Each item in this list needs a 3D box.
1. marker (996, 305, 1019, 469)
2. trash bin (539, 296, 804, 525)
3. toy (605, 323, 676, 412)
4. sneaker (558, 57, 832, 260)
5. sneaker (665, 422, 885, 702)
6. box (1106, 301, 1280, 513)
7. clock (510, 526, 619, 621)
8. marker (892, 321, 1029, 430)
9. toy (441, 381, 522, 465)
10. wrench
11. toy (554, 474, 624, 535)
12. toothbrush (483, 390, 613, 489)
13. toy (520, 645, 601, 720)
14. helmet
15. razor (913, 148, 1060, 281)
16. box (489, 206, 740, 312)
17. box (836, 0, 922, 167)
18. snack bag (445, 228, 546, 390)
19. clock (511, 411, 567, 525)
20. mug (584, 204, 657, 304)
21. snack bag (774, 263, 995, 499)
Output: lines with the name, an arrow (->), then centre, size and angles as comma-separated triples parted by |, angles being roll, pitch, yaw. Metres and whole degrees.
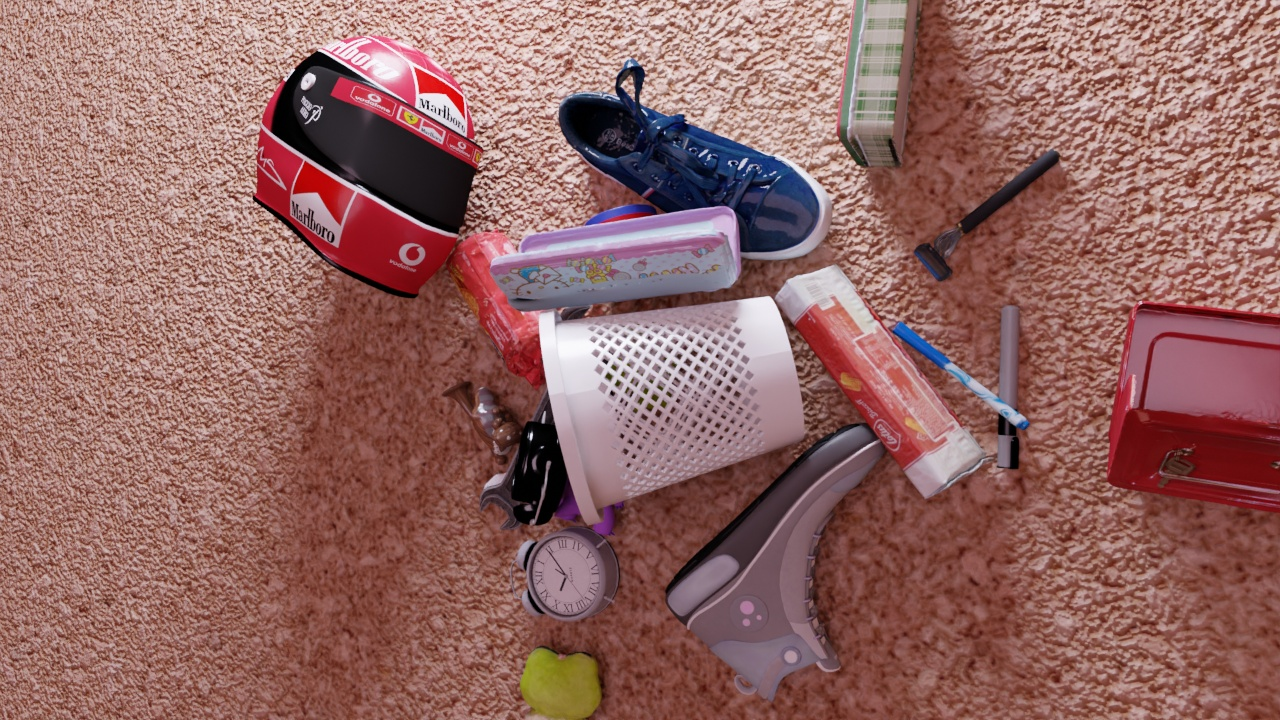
marker -> 0.318, 0.023, 0.792 | 0.016, 0.016, 0.140 | 1, 88, 24
trash bin -> 0.031, 0.029, 0.820 | 0.199, 0.195, 0.195 | -13, 82, 1
toy -> -0.006, 0.005, 0.927 | 0.094, 0.036, 0.094 | 11, 99, 19
sneaker -> 0.041, -0.189, 0.868 | 0.295, 0.127, 0.121 | 29, 100, 20
sneaker -> 0.154, 0.186, 0.826 | 0.257, 0.093, 0.160 | -45, 80, 14
box -> 0.445, 0.024, 0.690 | 0.157, 0.152, 0.164 | 9, 54, 22
clock -> -0.082, 0.222, 0.949 | 0.123, 0.035, 0.094 | -11, 83, 22
marker -> 0.278, 0.013, 0.801 | 0.142, 0.013, 0.013 | 44, 104, 28
toy -> -0.166, 0.062, 0.992 | 0.055, 0.041, 0.102 | -40, 80, 40
wrench -> -0.099, 0.064, 0.944 | 0.070, 0.010, 0.274 | 28, 111, 0
toy -> -0.056, 0.124, 0.930 | 0.106, 0.055, 0.088 | 12, 83, 42
toothbrush -> -0.098, 0.088, 0.974 | 0.187, 0.016, 0.015 | -39, 74, 15
toy -> -0.082, 0.354, 0.939 | 0.092, 0.043, 0.118 | 1, 91, 22
helmet -> -0.277, -0.220, 0.963 | 0.271, 0.197, 0.225 | 34, 98, 37
razor -> 0.305, -0.132, 0.805 | 0.144, 0.022, 0.043 | -42, 114, 12
box -> -0.023, -0.099, 0.816 | 0.214, 0.093, 0.089 | -6, 67, 15
box -> 0.213, -0.279, 0.801 | 0.050, 0.117, 0.205 | 8, 92, 19
snack bag -> -0.136, -0.059, 0.964 | 0.082, 0.082, 0.176 | -39, 73, 17
clock -> -0.096, 0.107, 0.887 | 0.042, 0.120, 0.091 | 12, 116, -12
mug -> -0.023, -0.101, 0.925 | 0.112, 0.074, 0.076 | -24, 77, 47
snack bag -> 0.211, 0.014, 0.808 | 0.225, 0.077, 0.041 | 57, 138, 15
